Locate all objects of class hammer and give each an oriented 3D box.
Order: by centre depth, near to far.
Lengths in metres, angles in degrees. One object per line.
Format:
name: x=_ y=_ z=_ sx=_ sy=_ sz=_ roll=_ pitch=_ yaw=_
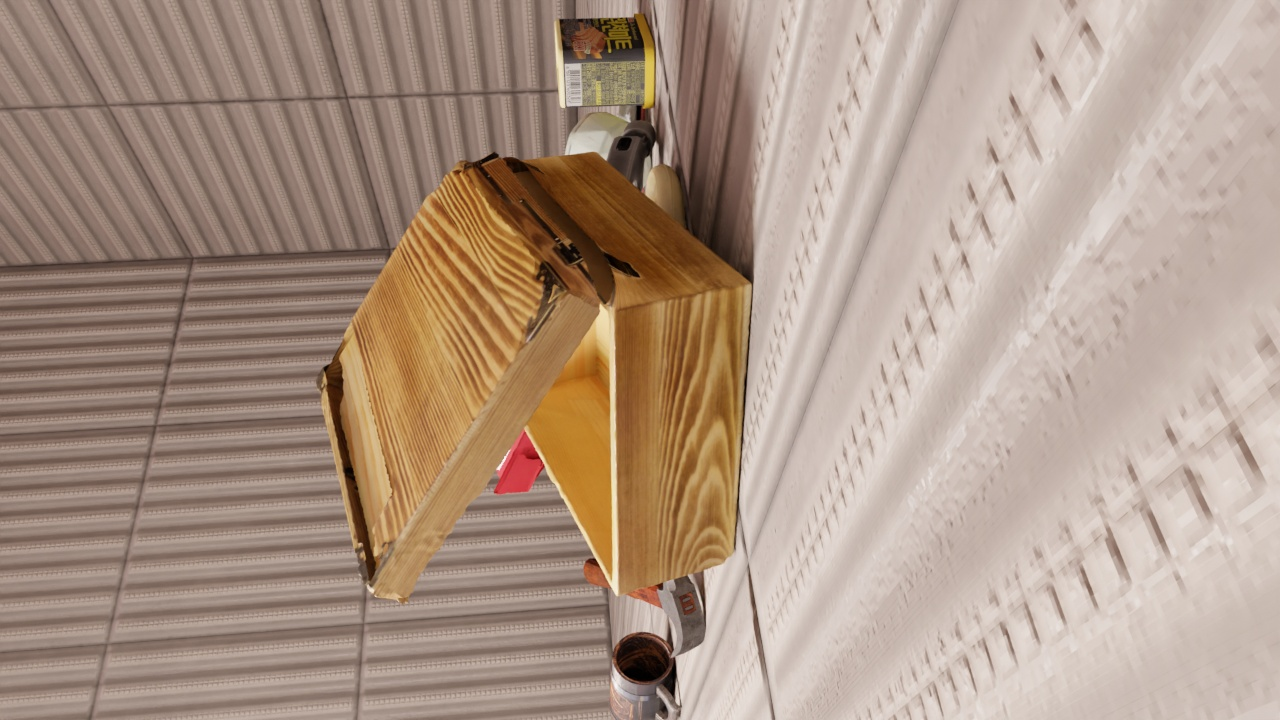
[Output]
hammer: x=-0.007 y=0.234 z=0.955 sx=0.301 sy=0.028 sz=0.111 roll=-20 pitch=88 yaw=70
hammer: x=-0.004 y=-0.085 z=1.005 sx=0.169 sy=0.034 sz=0.325 roll=-72 pitch=-19 yaw=-52

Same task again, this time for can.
can: x=-0.041 y=-0.331 z=1.014 sx=0.130 sy=0.101 sz=0.073 roll=-100 pitch=8 yaw=-53

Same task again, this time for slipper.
slipper: x=0.004 y=-0.049 z=0.841 sx=0.111 sy=0.079 sz=0.261 roll=-158 pitch=64 yaw=-81

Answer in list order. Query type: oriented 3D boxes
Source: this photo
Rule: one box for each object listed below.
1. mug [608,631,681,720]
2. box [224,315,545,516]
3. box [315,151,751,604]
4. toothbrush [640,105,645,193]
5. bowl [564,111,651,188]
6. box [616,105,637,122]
mug: x=0.011 y=0.408 z=1.122 sx=0.116 sy=0.079 sz=0.107 roll=43 pitch=144 yaw=40
box: x=-0.191 y=0.057 z=1.021 sx=0.466 sy=0.138 sz=0.215 roll=-14 pitch=-43 yaw=-60
box: x=-0.098 y=-0.009 z=0.658 sx=0.279 sy=0.263 sz=0.270 roll=-127 pitch=33 yaw=-53
toothbrush: x=-0.001 y=-0.233 z=1.118 sx=0.185 sy=0.015 sz=0.015 roll=93 pitch=173 yaw=-45
bowl: x=-0.028 y=-0.222 z=1.042 sx=0.117 sy=0.061 sz=0.117 roll=-24 pitch=-59 yaw=-49
box: x=-0.018 y=-0.293 z=1.223 sx=0.209 sy=0.037 sz=0.189 roll=94 pitch=179 yaw=-51
